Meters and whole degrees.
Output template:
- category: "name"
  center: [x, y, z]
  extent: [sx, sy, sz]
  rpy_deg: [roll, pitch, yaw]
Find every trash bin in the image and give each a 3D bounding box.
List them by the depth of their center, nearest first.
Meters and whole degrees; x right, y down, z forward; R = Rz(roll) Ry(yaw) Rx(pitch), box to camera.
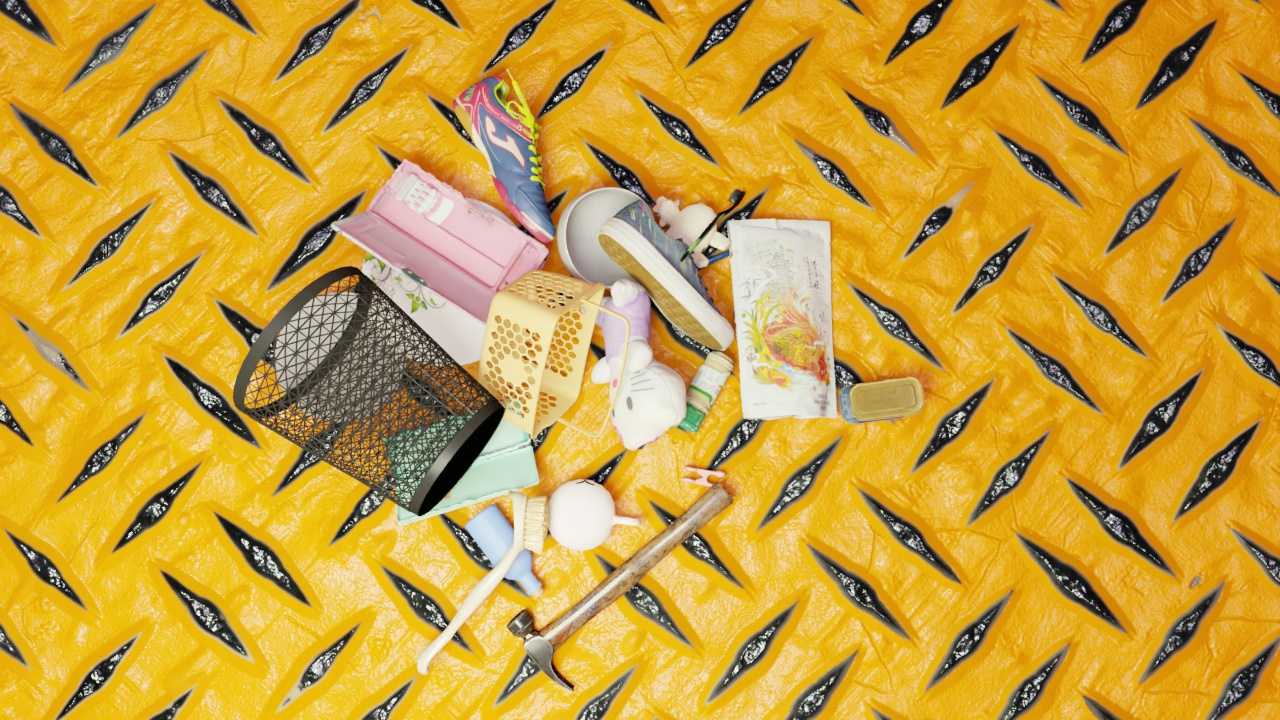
- category: "trash bin"
  center: [-0.308, 0.047, 1.092]
  extent: [0.243, 0.217, 0.217]
  rpy_deg: [36, 85, 4]

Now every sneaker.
- category: "sneaker"
  center: [0.048, -0.109, 1.177]
  extent: [0.235, 0.087, 0.079]
  rpy_deg: [44, 73, -21]
- category: "sneaker"
  center: [-0.159, -0.269, 1.201]
  extent: [0.091, 0.116, 0.241]
  rpy_deg: [-31, 79, 6]

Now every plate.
- category: "plate"
  center: [-0.396, -0.004, 1.219]
  extent: [0.173, 0.019, 0.172]
  rpy_deg: [0, 84, -1]
- category: "plate"
  center: [-0.254, -0.104, 1.225]
  extent: [0.229, 0.030, 0.229]
  rpy_deg: [0, 82, -2]

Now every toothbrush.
- category: "toothbrush"
  center: [0.093, -0.178, 1.197]
  extent: [0.017, 0.014, 0.187]
  rpy_deg: [28, 47, 14]
- category: "toothbrush"
  center: [0.086, -0.132, 1.240]
  extent: [0.190, 0.017, 0.016]
  rpy_deg: [-23, 85, -3]

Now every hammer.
- category: "hammer"
  center: [-0.009, 0.281, 1.184]
  extent: [0.330, 0.033, 0.120]
  rpy_deg: [-40, 90, -2]

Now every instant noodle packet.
- category: "instant noodle packet"
  center: [0.193, -0.056, 1.213]
  extent: [0.146, 0.057, 0.269]
  rpy_deg: [-1, 83, -14]

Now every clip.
- category: "clip"
  center: [0.084, 0.147, 1.211]
  extent: [0.059, 0.023, 0.041]
  rpy_deg: [18, 81, -4]

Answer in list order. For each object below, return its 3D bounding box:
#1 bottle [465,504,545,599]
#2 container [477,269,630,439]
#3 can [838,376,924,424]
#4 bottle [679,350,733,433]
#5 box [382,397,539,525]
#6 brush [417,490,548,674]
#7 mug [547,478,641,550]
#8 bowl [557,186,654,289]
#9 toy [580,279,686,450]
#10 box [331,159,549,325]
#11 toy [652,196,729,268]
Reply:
- category: "bottle"
  center: [-0.169, 0.250, 1.182]
  extent: [0.048, 0.048, 0.131]
  rpy_deg: [-37, 86, -4]
- category: "container"
  center: [-0.101, -0.001, 1.132]
  extent: [0.167, 0.128, 0.184]
  rpy_deg: [24, 123, 13]
- category: "can"
  center: [0.316, 0.052, 1.204]
  extent: [0.100, 0.059, 0.054]
  rpy_deg: [-8, 84, -2]
- category: "bottle"
  center: [0.082, 0.040, 1.211]
  extent: [0.042, 0.043, 0.110]
  rpy_deg: [30, 83, 2]
- category: "box"
  center: [-0.231, 0.132, 1.192]
  extent: [0.187, 0.056, 0.138]
  rpy_deg: [-16, 67, -2]
- category: "brush"
  center: [-0.195, 0.278, 1.134]
  extent: [0.077, 0.062, 0.272]
  rpy_deg: [35, 94, 9]
- category: "mug"
  center: [-0.059, 0.200, 1.174]
  extent: [0.124, 0.076, 0.090]
  rpy_deg: [8, 84, 0]
- category: "bowl"
  center: [-0.048, -0.160, 1.210]
  extent: [0.131, 0.064, 0.132]
  rpy_deg: [-2, 95, -22]
- category: "toy"
  center: [-0.007, 0.007, 1.181]
  extent: [0.085, 0.138, 0.209]
  rpy_deg: [-11, 81, -35]
- category: "box"
  center: [-0.254, -0.143, 1.179]
  extent: [0.233, 0.075, 0.172]
  rpy_deg: [34, 55, 3]
- category: "toy"
  center: [0.064, -0.173, 1.227]
  extent: [0.112, 0.050, 0.087]
  rpy_deg: [38, 82, 2]
